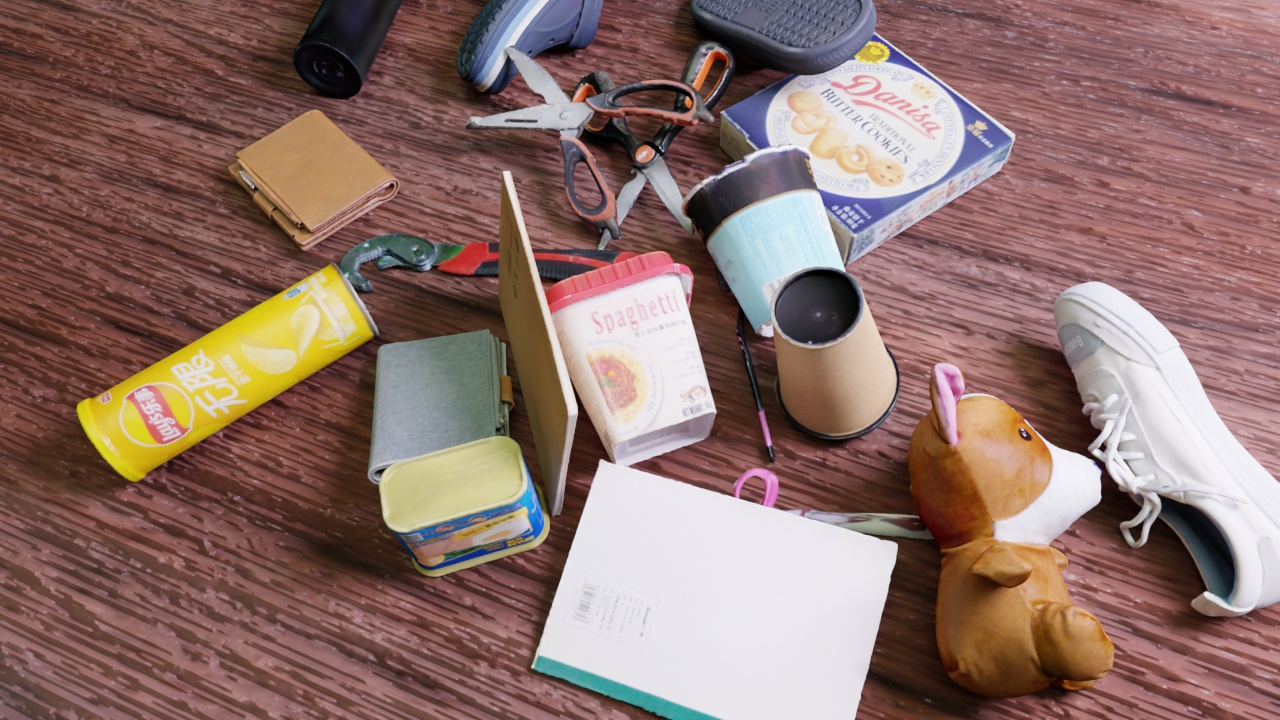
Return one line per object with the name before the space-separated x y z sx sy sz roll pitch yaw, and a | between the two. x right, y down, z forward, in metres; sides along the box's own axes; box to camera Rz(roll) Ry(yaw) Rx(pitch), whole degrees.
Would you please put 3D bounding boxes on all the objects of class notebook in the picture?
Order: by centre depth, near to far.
notebook | 0.047 0.163 0.605 0.209 0.012 0.150 15 75 14
notebook | -0.079 -0.012 0.661 0.008 0.148 0.207 -9 58 -16

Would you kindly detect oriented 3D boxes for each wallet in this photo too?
wallet | -0.149 0.033 0.696 0.106 0.037 0.129 -9 43 -3
wallet | -0.300 -0.168 0.838 0.107 0.031 0.132 -39 63 -21

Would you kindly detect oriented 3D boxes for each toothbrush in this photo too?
toothbrush | 0.125 0.109 0.646 0.188 0.017 0.016 4 58 7
toothbrush | 0.082 -0.005 0.722 0.018 0.014 0.189 -13 59 8

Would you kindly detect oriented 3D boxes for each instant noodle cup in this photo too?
instant noodle cup | -0.004 0.004 0.673 0.116 0.117 0.124 -18 72 -7
instant noodle cup | 0.105 -0.087 0.714 0.111 0.111 0.120 -21 78 -8

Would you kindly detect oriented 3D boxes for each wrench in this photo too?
wrench | -0.121 -0.082 0.781 0.273 0.016 0.056 1 61 5

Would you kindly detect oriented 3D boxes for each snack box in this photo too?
snack box | 0.193 -0.193 0.807 0.182 0.046 0.178 -32 61 -14

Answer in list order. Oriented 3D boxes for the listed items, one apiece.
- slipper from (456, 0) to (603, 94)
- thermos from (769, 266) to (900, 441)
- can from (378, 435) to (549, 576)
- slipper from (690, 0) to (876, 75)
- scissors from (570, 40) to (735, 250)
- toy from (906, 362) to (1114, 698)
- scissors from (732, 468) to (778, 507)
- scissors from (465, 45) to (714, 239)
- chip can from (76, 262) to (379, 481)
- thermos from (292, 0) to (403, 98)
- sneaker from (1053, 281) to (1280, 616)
slipper | -0.080 -0.354 0.903 0.252 0.095 0.105 -52 25 -6
thermos | 0.134 -0.004 0.649 0.093 0.143 0.093 -8 61 14
can | -0.120 0.100 0.632 0.102 0.083 0.057 -15 59 -5
slipper | 0.135 -0.314 0.864 0.111 0.083 0.268 -38 40 4
scissors | 0.007 -0.201 0.818 0.232 0.021 0.221 -46 56 -2
toy | 0.230 0.104 0.576 0.130 0.140 0.199 -19 63 12
scissors | 0.083 0.142 0.622 0.135 0.017 0.133 16 74 7
scissors | -0.047 -0.209 0.805 0.189 0.015 0.223 -32 73 3
chip can | -0.313 0.007 0.710 0.213 0.072 0.072 -33 62 -15
thermos | -0.268 -0.378 0.939 0.090 0.068 0.242 6 60 13
sneaker | 0.344 0.060 0.626 0.090 0.089 0.242 -26 67 -6
